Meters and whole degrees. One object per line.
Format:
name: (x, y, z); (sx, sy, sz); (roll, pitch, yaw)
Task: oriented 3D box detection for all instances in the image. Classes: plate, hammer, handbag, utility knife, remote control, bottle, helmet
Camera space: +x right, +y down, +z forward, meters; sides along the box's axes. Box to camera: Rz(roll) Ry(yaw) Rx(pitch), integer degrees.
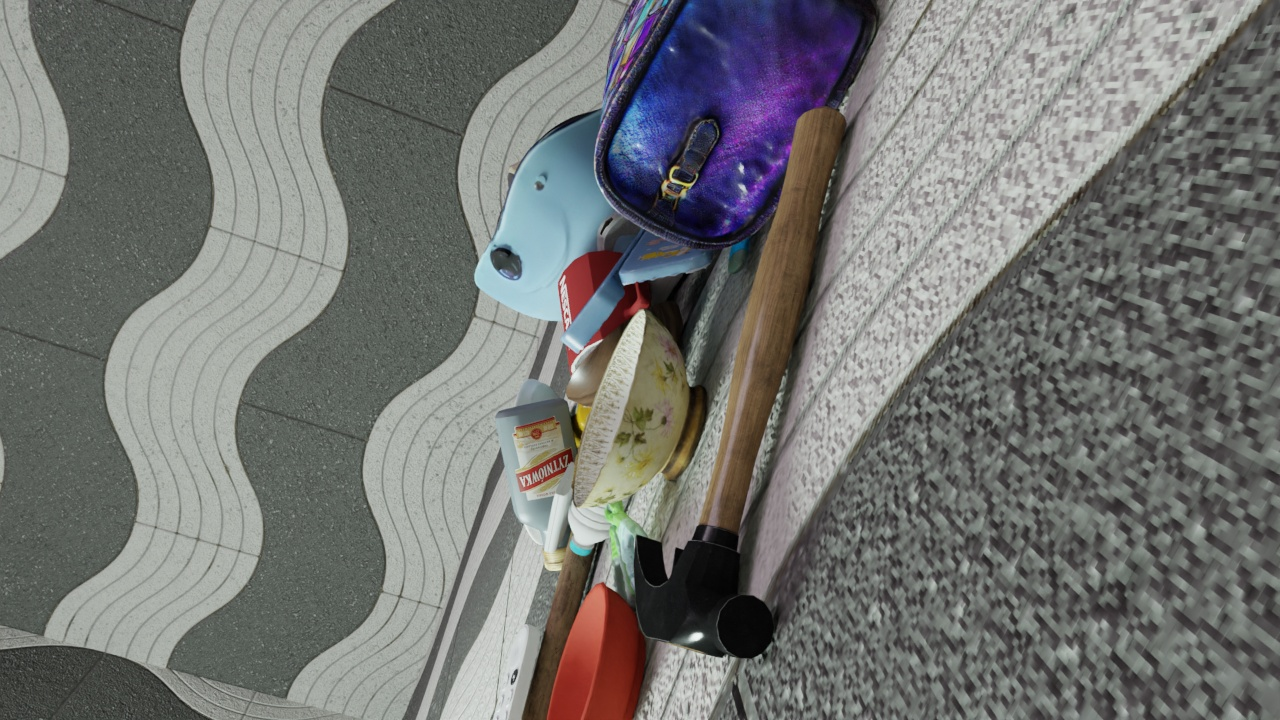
plate: (-0.098, 0.109, 1.009); (0.182, 0.034, 0.182); (-5, -91, -80)
hammer: (0.063, 0.001, 0.494); (0.132, 0.040, 0.304); (145, 144, -69)
hammer: (-0.073, 0.244, 0.792); (0.130, 0.040, 0.321); (135, 154, -60)
handbag: (0.044, -0.192, 0.640); (0.223, 0.125, 0.204); (-56, 18, 31)
utility knife: (0.086, -0.140, 0.680); (0.031, 0.015, 0.197); (130, 157, -58)
remote control: (0.026, -0.092, 0.898); (0.139, 0.025, 0.060); (124, 162, -64)
bottle: (-0.040, 0.055, 0.902); (0.186, 0.053, 0.053); (139, 148, -71)
bottle: (-0.091, 0.122, 0.893); (0.046, 0.072, 0.161); (-169, 68, -78)
remote control: (-0.108, 0.285, 0.758); (0.043, 0.013, 0.136); (-47, 25, 49)
helmet: (-0.064, -0.139, 0.999); (0.266, 0.167, 0.224); (-49, -6, 40)
bottle: (-0.028, 0.105, 0.767); (0.044, 0.044, 0.136); (-93, 24, -66)
remote control: (-0.070, 0.133, 0.811); (0.131, 0.012, 0.033); (106, -171, -56)

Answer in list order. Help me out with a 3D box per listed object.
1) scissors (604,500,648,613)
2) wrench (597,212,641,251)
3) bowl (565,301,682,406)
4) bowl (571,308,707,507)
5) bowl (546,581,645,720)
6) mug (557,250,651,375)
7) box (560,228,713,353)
scissors: (-0.021, 0.109, 0.680); (0.174, 0.033, 0.065); (-104, 25, -50)
wrench: (0.045, -0.201, 0.851); (0.018, 0.083, 0.274); (48, 117, 34)
bowl: (-0.005, 0.005, 0.757); (0.119, 0.032, 0.119); (-37, -16, -13)
bowl: (0.005, 0.041, 0.646); (0.145, 0.063, 0.145); (-162, 91, -80)
bowl: (-0.027, 0.207, 0.590); (0.122, 0.035, 0.122); (-162, 91, -80)
mug: (-0.024, -0.049, 0.861); (0.117, 0.080, 0.096); (-46, 45, 47)
box: (0.004, -0.078, 0.705); (0.127, 0.039, 0.208); (-34, 12, 19)
